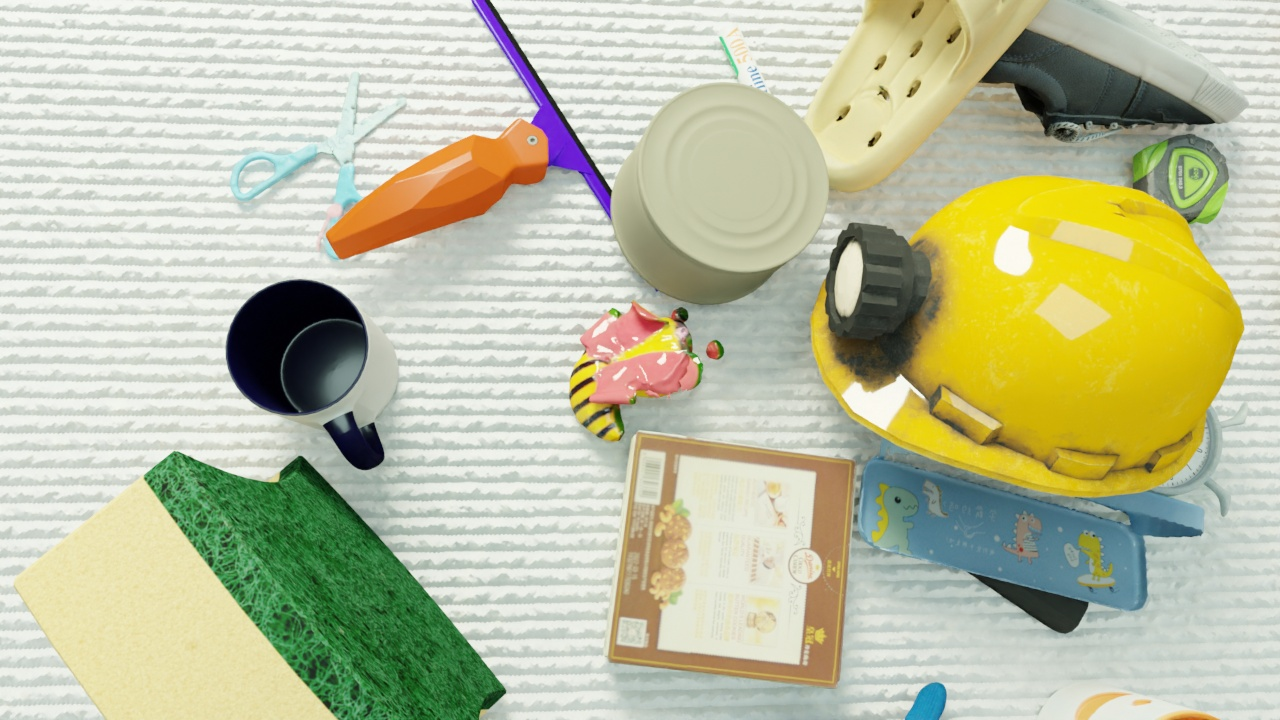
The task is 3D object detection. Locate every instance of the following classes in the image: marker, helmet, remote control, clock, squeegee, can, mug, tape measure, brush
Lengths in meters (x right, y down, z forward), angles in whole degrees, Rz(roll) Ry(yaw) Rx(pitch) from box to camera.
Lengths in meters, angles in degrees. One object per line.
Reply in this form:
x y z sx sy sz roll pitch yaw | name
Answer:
0.091 -0.171 0.648 0.017 0.017 0.145 -23 83 -8 | marker
0.243 -0.039 0.541 0.255 0.132 0.204 6 47 -8 | helmet
0.230 0.129 0.612 0.147 0.015 0.033 34 80 1 | remote control
0.336 0.050 0.620 0.119 0.042 0.094 19 79 -2 | clock
-0.118 -0.117 0.601 0.184 0.055 0.249 -31 85 -17 | squeegee
0.050 -0.107 0.596 0.127 0.073 0.127 2 79 -13 | can
-0.187 0.015 0.554 0.078 0.097 0.112 -27 84 -9 | mug
0.384 -0.126 0.657 0.059 0.036 0.065 3 84 5 | tape measure
-0.160 0.144 0.458 0.075 0.250 0.195 -41 90 -10 | brush
0.301 0.244 0.554 0.082 0.105 0.082 1 81 -5 | mug

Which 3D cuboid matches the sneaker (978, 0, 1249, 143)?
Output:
0.316 -0.195 0.637 0.235 0.088 0.089 13 40 -20 | sneaker

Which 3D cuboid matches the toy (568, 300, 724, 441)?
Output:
-0.004 0.003 0.596 0.103 0.046 0.084 -41 68 -1 | toy

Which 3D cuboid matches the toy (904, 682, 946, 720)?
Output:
0.132 0.263 0.559 0.176 0.071 0.112 -27 73 -8 | toy

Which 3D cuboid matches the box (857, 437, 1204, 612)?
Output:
0.245 0.107 0.582 0.210 0.073 0.079 17 79 -9 | box

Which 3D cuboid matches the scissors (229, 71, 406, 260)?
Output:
-0.221 -0.137 0.622 0.120 0.015 0.138 6 74 -5 | scissors

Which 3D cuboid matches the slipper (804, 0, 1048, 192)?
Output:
0.177 -0.227 0.572 0.262 0.079 0.111 -56 47 26 | slipper

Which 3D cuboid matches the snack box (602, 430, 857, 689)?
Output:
0.058 0.125 0.585 0.147 0.041 0.143 8 80 -3 | snack box
